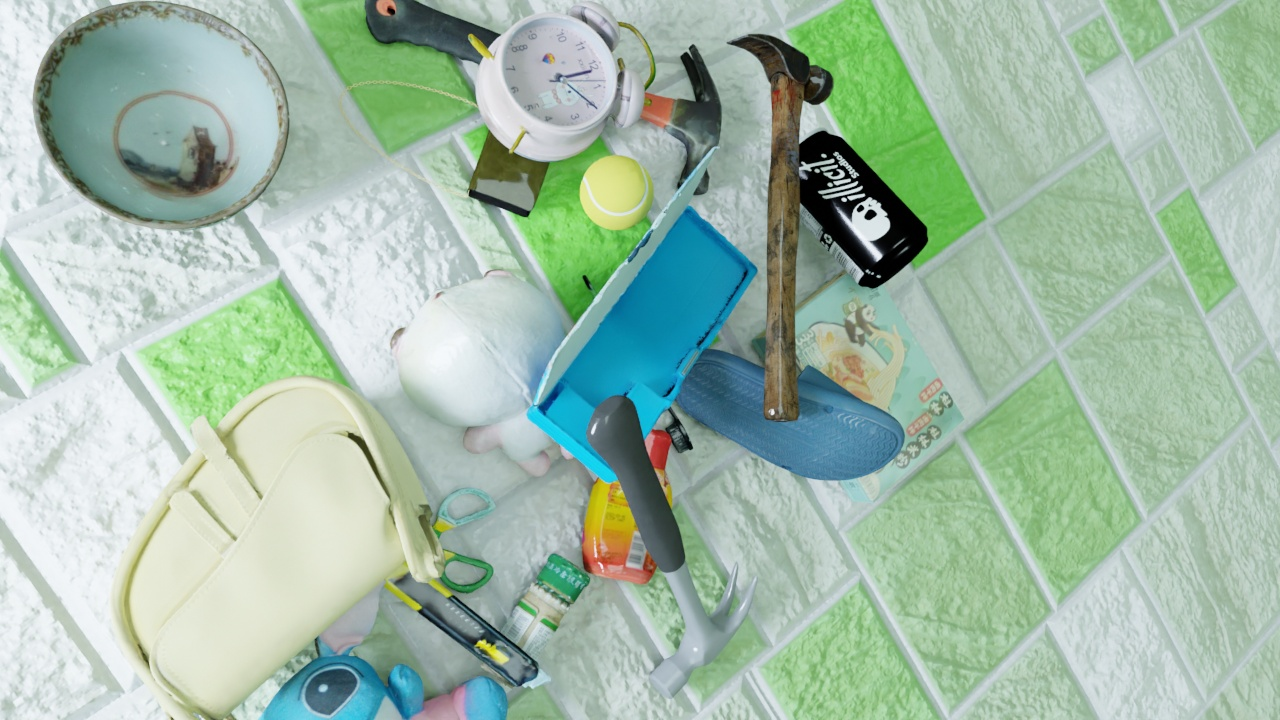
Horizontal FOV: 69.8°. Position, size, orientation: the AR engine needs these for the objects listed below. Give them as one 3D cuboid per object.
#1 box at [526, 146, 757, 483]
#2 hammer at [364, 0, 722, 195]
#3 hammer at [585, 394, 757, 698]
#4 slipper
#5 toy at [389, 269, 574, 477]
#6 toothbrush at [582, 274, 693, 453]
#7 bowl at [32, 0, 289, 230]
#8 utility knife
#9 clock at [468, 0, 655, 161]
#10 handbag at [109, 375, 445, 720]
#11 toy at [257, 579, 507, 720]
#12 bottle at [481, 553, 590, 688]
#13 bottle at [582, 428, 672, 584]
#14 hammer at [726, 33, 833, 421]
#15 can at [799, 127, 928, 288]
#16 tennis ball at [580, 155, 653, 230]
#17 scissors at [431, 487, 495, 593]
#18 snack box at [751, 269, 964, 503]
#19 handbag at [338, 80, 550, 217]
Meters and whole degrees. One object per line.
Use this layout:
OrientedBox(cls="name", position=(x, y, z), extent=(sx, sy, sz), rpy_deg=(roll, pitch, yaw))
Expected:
OrientedBox(cls="box", position=(0.016, -0.038, 0.725), extent=(0.114, 0.114, 0.242), rpy_deg=(41, 60, -11))
OrientedBox(cls="hammer", position=(-0.078, -0.257, 0.819), extent=(0.333, 0.033, 0.133), rpy_deg=(14, 82, -19))
OrientedBox(cls="hammer", position=(0.022, 0.146, 0.739), extent=(0.124, 0.029, 0.311), rpy_deg=(-39, 131, -23))
OrientedBox(cls="slipper", position=(0.132, 0.047, 0.836), extent=(0.214, 0.104, 0.059), rpy_deg=(21, 39, 1))
OrientedBox(cls="toy", position=(-0.110, 0.016, 0.747), extent=(0.138, 0.101, 0.179), rpy_deg=(-38, 114, -14))
OrientedBox(cls="toothbrush", position=(-0.005, 0.005, 0.831), extent=(0.017, 0.014, 0.188), rpy_deg=(-33, 97, -13))
OrientedBox(cls="bowl", position=(-0.340, -0.164, 0.669), extent=(0.159, 0.094, 0.160), rpy_deg=(2, 84, -21))
OrientedBox(cls="utility knife", position=(-0.143, 0.206, 0.726), extent=(0.174, 0.020, 0.028), rpy_deg=(38, 77, -2))
OrientedBox(cls="clock", position=(-0.060, -0.239, 0.777), extent=(0.157, 0.059, 0.117), rpy_deg=(-23, 93, -21))
OrientedBox(cls="handbag", position=(-0.260, 0.132, 0.647), extent=(0.232, 0.089, 0.191), rpy_deg=(-42, 72, -13))
OrientedBox(cls="toy", position=(-0.192, 0.283, 0.689), extent=(0.191, 0.099, 0.223), rpy_deg=(17, 69, -25))
OrientedBox(cls="bottle", position=(-0.087, 0.216, 0.763), extent=(0.042, 0.043, 0.109), rpy_deg=(39, 74, -14))
OrientedBox(cls="bottle", position=(-0.008, 0.123, 0.800), extent=(0.071, 0.048, 0.134), rpy_deg=(16, 79, -20))
OrientedBox(cls="hammer", position=(0.117, -0.113, 0.785), extent=(0.119, 0.033, 0.330), rpy_deg=(10, 78, -41))
OrientedBox(cls="can", position=(0.196, -0.144, 0.868), extent=(0.080, 0.080, 0.146), rpy_deg=(-33, 75, -21))
OrientedBox(cls="tennis ball", position=(-0.021, -0.148, 0.811), extent=(0.065, 0.065, 0.065), rpy_deg=(2, 84, -22))
OrientedBox(cls="scissors", position=(-0.175, 0.139, 0.751), extent=(0.131, 0.012, 0.112), rpy_deg=(25, 79, -16))
OrientedBox(cls="snack box", position=(0.215, 0.020, 0.901), extent=(0.141, 0.044, 0.193), rpy_deg=(-36, 97, -22))
OrientedBox(cls="handbag", position=(-0.167, -0.187, 0.783), extent=(0.178, 0.027, 0.084), rpy_deg=(20, 76, -13))
